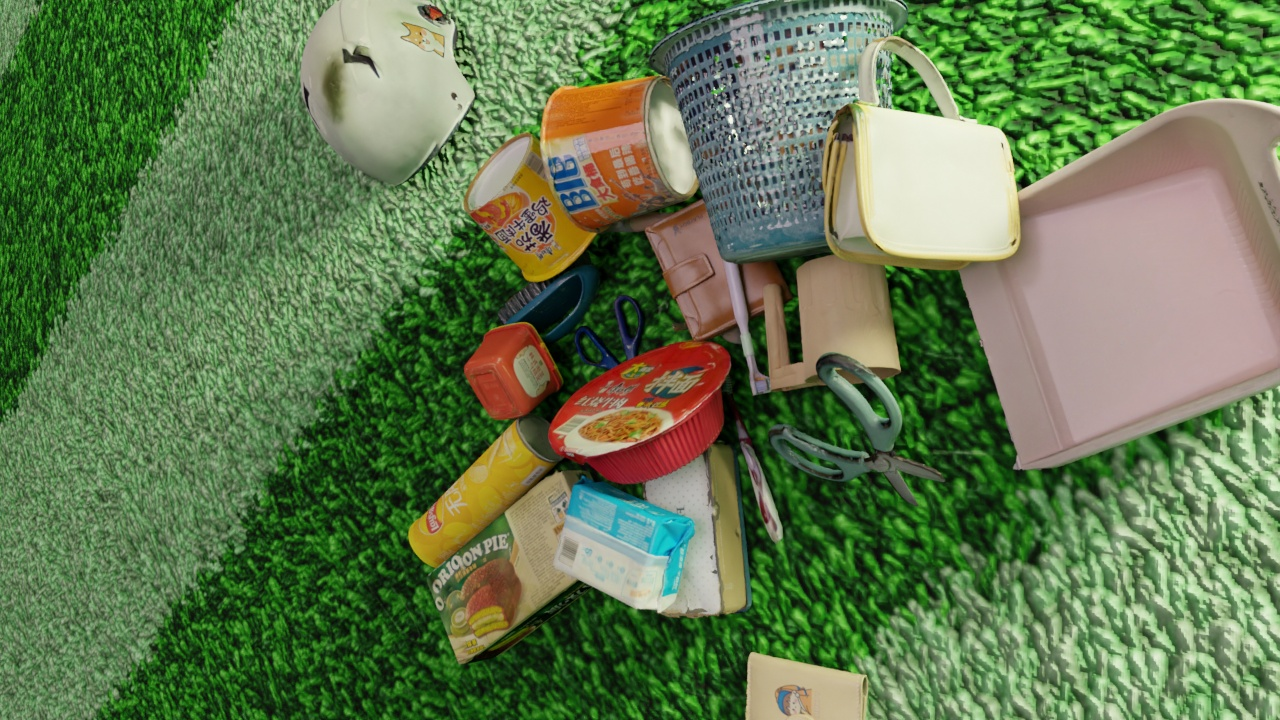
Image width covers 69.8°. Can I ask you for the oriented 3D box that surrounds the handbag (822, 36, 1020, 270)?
[{"bbox_3d":[0.219,-0.163,0.733,0.063,0.163,0.178,-9,82,62],"label":"handbag"}]

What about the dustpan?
[{"bbox_3d":[0.355,-0.060,0.669,0.274,0.138,0.222,-25,71,30],"label":"dustpan"}]

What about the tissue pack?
[{"bbox_3d":[-0.017,0.174,0.878,0.140,0.063,0.090,17,93,36],"label":"tissue pack"}]

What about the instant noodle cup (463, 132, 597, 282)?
[{"bbox_3d":[-0.118,-0.171,0.999,0.138,0.110,0.137,-33,36,28],"label":"instant noodle cup"}]

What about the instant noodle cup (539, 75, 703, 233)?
[{"bbox_3d":[-0.012,-0.210,0.912,0.112,0.151,0.151,-6,81,29],"label":"instant noodle cup"}]

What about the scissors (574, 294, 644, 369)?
[{"bbox_3d":[-0.019,0.011,1.001,0.157,0.012,0.165,4,88,34],"label":"scissors"}]

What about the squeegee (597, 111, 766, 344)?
[{"bbox_3d":[0.008,-0.147,0.985,0.250,0.040,0.247,4,88,36],"label":"squeegee"}]

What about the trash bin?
[{"bbox_3d":[0.131,-0.191,0.814,0.227,0.226,0.195,-6,93,34],"label":"trash bin"}]

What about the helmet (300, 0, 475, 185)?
[{"bbox_3d":[-0.354,-0.372,1.194,0.231,0.156,0.273,-32,67,28],"label":"helmet"}]

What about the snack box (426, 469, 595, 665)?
[{"bbox_3d":[-0.129,0.231,1.020,0.241,0.063,0.114,-41,63,24],"label":"snack box"}]

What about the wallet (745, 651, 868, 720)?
[{"bbox_3d":[0.149,0.321,0.839,0.115,0.024,0.087,0,85,34],"label":"wallet"}]

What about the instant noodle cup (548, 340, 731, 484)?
[{"bbox_3d":[0.008,0.057,0.892,0.194,0.193,0.066,-10,115,34],"label":"instant noodle cup"}]

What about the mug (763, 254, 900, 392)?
[{"bbox_3d":[0.169,-0.032,0.833,0.125,0.084,0.103,-13,75,39],"label":"mug"}]

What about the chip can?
[{"bbox_3d":[-0.179,0.153,1.059,0.214,0.072,0.072,-44,62,23],"label":"chip can"}]

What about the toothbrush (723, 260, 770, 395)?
[{"bbox_3d":[0.096,-0.060,0.879,0.021,0.029,0.189,-18,83,48],"label":"toothbrush"}]

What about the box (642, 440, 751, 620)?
[{"bbox_3d":[0.055,0.172,0.903,0.090,0.059,0.184,-9,81,35],"label":"box"}]

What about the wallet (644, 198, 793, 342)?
[{"bbox_3d":[0.071,-0.093,0.913,0.119,0.035,0.130,-25,81,8],"label":"wallet"}]

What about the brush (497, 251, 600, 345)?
[{"bbox_3d":[-0.101,-0.060,1.040,0.144,0.055,0.073,-36,64,26],"label":"brush"}]

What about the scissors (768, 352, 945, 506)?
[{"bbox_3d":[0.178,0.056,0.794,0.170,0.019,0.180,15,137,38],"label":"scissors"}]

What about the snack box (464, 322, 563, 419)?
[{"bbox_3d":[-0.142,0.014,1.017,0.082,0.079,0.091,-11,117,34],"label":"snack box"}]

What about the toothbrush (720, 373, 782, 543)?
[{"bbox_3d":[0.104,0.088,0.901,0.016,0.017,0.187,-27,69,29],"label":"toothbrush"}]
